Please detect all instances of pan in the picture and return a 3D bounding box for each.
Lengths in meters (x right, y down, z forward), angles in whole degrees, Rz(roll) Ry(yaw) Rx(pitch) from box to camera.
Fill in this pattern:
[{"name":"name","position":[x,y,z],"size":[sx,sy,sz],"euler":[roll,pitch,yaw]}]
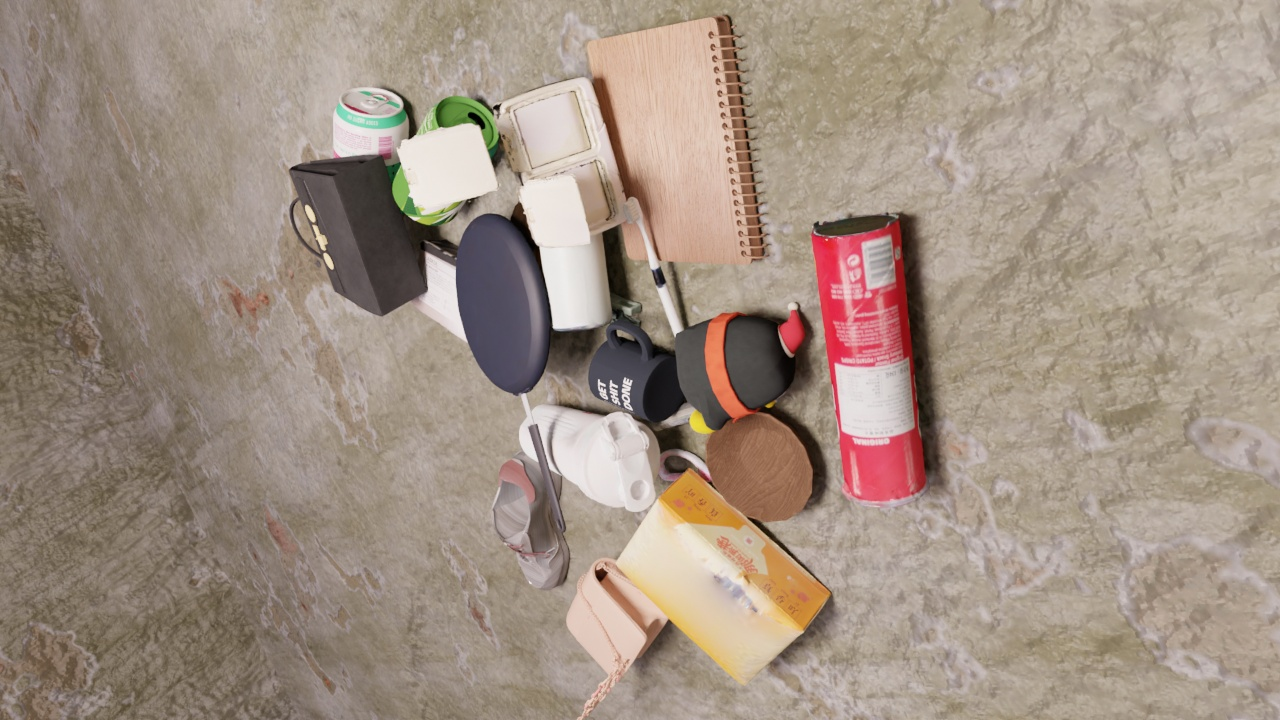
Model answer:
[{"name":"pan","position":[-0.135,0.016,0.999],"size":[0.199,0.021,0.356],"euler":[-20,86,56]}]

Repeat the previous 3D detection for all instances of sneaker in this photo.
[{"name":"sneaker","position":[-0.157,0.224,1.221],"size":[0.099,0.089,0.236],"euler":[22,127,37]}]

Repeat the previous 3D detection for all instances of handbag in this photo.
[{"name":"handbag","position":[-0.378,-0.162,1.136],"size":[0.196,0.072,0.176],"euler":[13,127,38]},{"name":"handbag","position":[-0.067,0.345,1.119],"size":[0.116,0.186,0.199],"euler":[40,141,14]}]

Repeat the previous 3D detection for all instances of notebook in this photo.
[{"name":"notebook","position":[0.034,-0.193,0.835],"size":[0.169,0.022,0.210],"euler":[10,118,45]}]

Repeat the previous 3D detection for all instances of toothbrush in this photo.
[{"name":"toothbrush","position":[0.019,-0.072,0.898],"size":[0.012,0.017,0.187],"euler":[6,126,45]},{"name":"toothbrush","position":[0.074,0.048,0.930],"size":[0.022,0.024,0.186],"euler":[31,151,-30]}]

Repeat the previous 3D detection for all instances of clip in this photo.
[{"name":"clip","position":[-0.033,-0.058,0.983],"size":[0.076,0.023,0.048],"euler":[28,129,31]}]

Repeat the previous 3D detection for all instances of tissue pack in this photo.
[{"name":"tissue pack","position":[-0.205,-0.074,1.132],"size":[0.181,0.071,0.104],"euler":[27,114,32]}]

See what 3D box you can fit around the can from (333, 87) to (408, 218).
[{"name":"can","position":[-0.336,-0.246,1.142],"size":[0.088,0.088,0.166],"euler":[38,135,26]}]

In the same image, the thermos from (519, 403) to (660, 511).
[{"name":"thermos","position":[-0.062,0.096,1.020],"size":[0.221,0.099,0.099],"euler":[11,120,58]}]

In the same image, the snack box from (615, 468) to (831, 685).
[{"name":"snack box","position":[0.078,0.234,0.971],"size":[0.195,0.080,0.145],"euler":[41,136,13]}]

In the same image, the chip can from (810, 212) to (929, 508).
[{"name":"chip can","position":[0.186,0.000,0.745],"size":[0.073,0.073,0.233],"euler":[7,116,44]}]

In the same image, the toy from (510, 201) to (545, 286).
[{"name":"toy","position":[-0.105,-0.127,0.990],"size":[0.076,0.062,0.100],"euler":[-2,97,10]}]

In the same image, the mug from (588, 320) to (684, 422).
[{"name":"mug","position":[-0.006,0.006,0.945],"size":[0.077,0.071,0.105],"euler":[21,137,38]}]

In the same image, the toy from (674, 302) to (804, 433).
[{"name":"toy","position":[0.093,0.003,0.832],"size":[0.119,0.097,0.100],"euler":[-10,124,32]}]

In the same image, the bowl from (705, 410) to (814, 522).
[{"name":"bowl","position":[0.120,0.098,0.894],"size":[0.118,0.030,0.118],"euler":[15,116,32]}]

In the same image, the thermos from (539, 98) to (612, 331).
[{"name":"thermos","position":[-0.073,-0.147,0.921],"size":[0.068,0.067,0.230],"euler":[9,112,44]}]

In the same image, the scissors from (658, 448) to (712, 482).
[{"name":"scissors","position":[0.077,0.127,0.978],"size":[0.158,0.014,0.173],"euler":[40,136,22]}]

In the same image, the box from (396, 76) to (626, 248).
[{"name":"box","position":[-0.100,-0.158,0.813],"size":[0.101,0.194,0.143],"euler":[28,140,64]}]

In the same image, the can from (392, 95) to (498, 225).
[{"name":"can","position":[-0.220,-0.224,1.037],"size":[0.083,0.082,0.144],"euler":[57,140,6]}]
